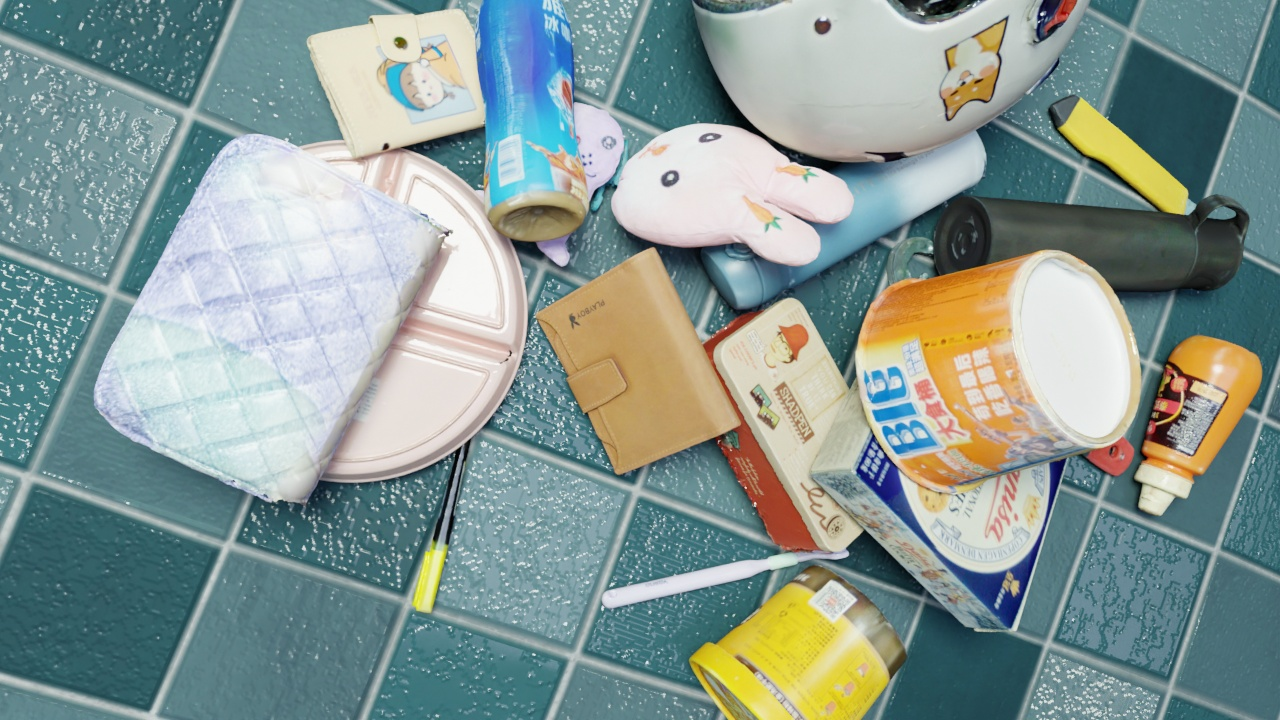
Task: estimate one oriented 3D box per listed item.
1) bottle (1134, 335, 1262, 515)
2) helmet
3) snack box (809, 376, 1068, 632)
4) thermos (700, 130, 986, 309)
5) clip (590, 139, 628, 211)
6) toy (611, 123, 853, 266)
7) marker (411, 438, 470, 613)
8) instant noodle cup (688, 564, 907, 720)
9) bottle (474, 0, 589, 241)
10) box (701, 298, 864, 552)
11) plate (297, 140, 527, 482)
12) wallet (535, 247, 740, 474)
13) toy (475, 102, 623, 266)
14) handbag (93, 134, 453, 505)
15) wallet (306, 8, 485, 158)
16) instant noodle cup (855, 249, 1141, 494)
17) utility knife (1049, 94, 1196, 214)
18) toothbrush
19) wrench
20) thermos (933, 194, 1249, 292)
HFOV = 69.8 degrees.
[{"bbox_3d":[0.445,0.057,0.748,0.066,0.067,0.149,22,93,-13],"label":"bottle"},{"bbox_3d":[0.170,-0.221,0.614,0.273,0.230,0.157,-19,130,-14],"label":"helmet"},{"bbox_3d":[0.225,0.067,0.660,0.182,0.046,0.177,43,59,-17],"label":"snack box"},{"bbox_3d":[0.146,-0.108,0.668,0.220,0.070,0.070,-29,97,-12],"label":"thermos"},{"bbox_3d":[-0.021,-0.132,0.657,0.047,0.014,0.057,11,88,-11],"label":"clip"},{"bbox_3d":[0.058,-0.113,0.615,0.159,0.054,0.121,21,54,26],"label":"toy"},{"bbox_3d":[-0.136,0.112,0.632,0.015,0.018,0.124,14,87,-14],"label":"marker"},{"bbox_3d":[0.114,0.217,0.646,0.114,0.119,0.118,-40,99,-17],"label":"instant noodle cup"},{"bbox_3d":[-0.075,-0.188,0.600,0.065,0.065,0.218,-2,72,-13],"label":"bottle"},{"bbox_3d":[0.103,0.049,0.662,0.091,0.076,0.168,-34,99,-29],"label":"box"},{"bbox_3d":[-0.189,-0.033,0.603,0.229,0.028,0.229,0,91,-9],"label":"plate"},{"bbox_3d":[-0.004,0.004,0.625,0.031,0.108,0.132,-26,91,-56],"label":"wallet"},{"bbox_3d":[-0.057,-0.130,0.635,0.084,0.039,0.108,33,90,7],"label":"toy"},{"bbox_3d":[-0.217,-0.026,0.548,0.134,0.075,0.194,29,88,-11],"label":"handbag"},{"bbox_3d":[-0.153,-0.187,0.607,0.115,0.024,0.087,-24,95,-29],"label":"wallet"},{"bbox_3d":[0.230,0.004,0.583,0.151,0.112,0.151,9,72,-30],"label":"instant noodle cup"},{"bbox_3d":[0.403,-0.158,0.754,0.181,0.015,0.033,35,88,-12],"label":"utility knife"},{"bbox_3d":[0.063,0.156,0.679,0.189,0.029,0.021,-11,131,-12],"label":"toothbrush"},{"bbox_3d":[0.296,0.004,0.732,0.273,0.016,0.056,40,83,-10],"label":"wrench"},{"bbox_3d":[0.352,-0.095,0.704,0.242,0.090,0.068,-1,48,-17],"label":"thermos"}]
